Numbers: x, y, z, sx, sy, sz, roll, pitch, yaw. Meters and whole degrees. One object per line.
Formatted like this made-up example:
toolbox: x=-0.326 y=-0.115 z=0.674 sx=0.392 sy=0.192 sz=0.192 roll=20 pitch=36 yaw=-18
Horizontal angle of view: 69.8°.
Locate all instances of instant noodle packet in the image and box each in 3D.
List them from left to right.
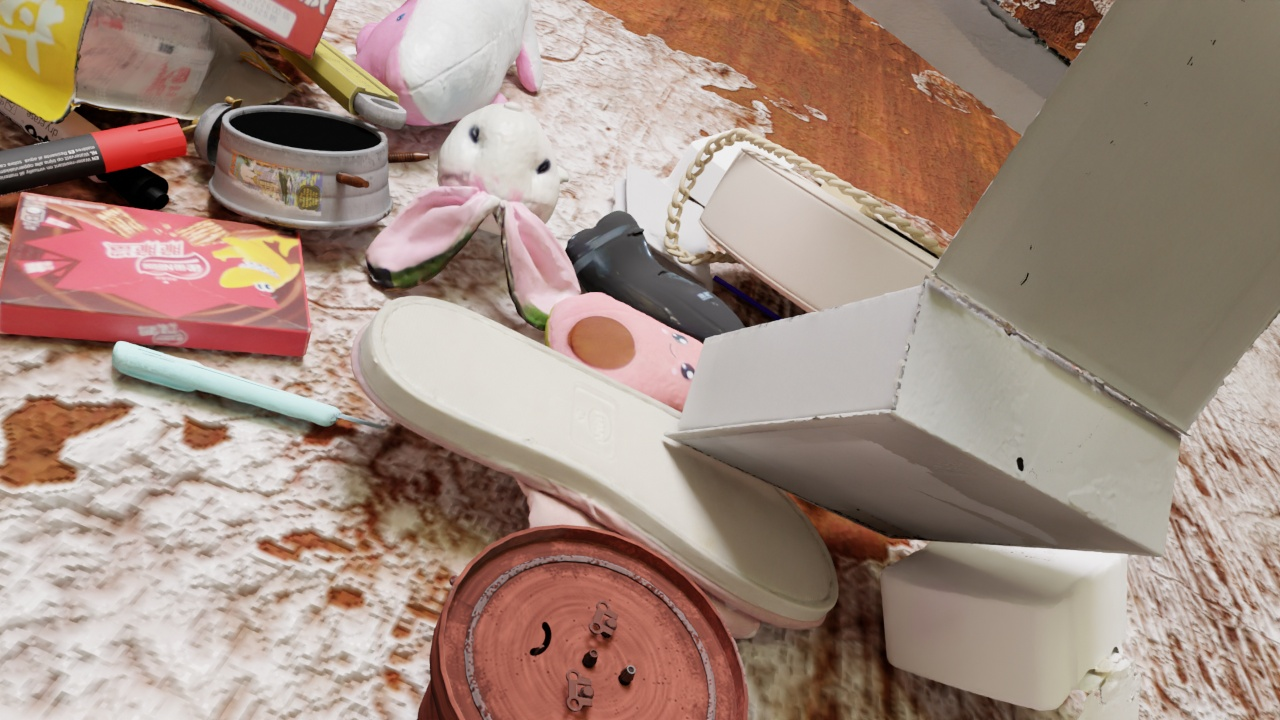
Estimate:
instant noodle packet: x=-0.329 y=-0.209 z=0.560 sx=0.163 sy=0.084 sz=0.221 roll=28 pitch=14 yaw=4

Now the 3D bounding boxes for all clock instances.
clock: x=-0.212 y=-0.118 z=0.546 sx=0.148 sy=0.056 sz=0.103 roll=18 pitch=27 yaw=7
clock: x=-0.014 y=0.138 z=0.349 sx=0.157 sy=0.072 sz=0.120 roll=27 pitch=35 yaw=-2

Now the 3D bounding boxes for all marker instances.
marker: x=-0.307 y=-0.098 z=0.462 sx=0.144 sy=0.021 sz=0.023 roll=-25 pitch=37 yaw=-33
marker: x=-0.313 y=-0.122 z=0.510 sx=0.126 sy=0.025 sz=0.025 roll=35 pitch=36 yaw=8

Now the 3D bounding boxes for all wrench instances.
wrench: x=-0.233 y=-0.215 z=0.640 sx=0.083 sy=0.018 sz=0.273 roll=2 pitch=29 yaw=-43

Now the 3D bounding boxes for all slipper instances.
slipper: x=-0.019 y=0.059 z=0.457 sx=0.274 sy=0.055 sz=0.114 roll=32 pitch=30 yaw=-13

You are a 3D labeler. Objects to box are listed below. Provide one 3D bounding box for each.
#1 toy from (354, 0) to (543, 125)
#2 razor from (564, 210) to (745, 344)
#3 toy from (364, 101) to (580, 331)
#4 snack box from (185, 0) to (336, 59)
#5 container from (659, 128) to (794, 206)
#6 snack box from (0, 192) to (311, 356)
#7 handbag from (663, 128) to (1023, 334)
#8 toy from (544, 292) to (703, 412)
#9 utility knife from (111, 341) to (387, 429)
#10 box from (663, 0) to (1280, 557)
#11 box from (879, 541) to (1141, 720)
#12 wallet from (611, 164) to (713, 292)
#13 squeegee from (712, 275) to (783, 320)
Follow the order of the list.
toy: x=-0.159 y=-0.249 z=0.720 sx=0.128 sy=0.187 sz=0.264 roll=-8 pitch=32 yaw=20
razor: x=0.013 y=-0.050 z=0.603 sx=0.140 sy=0.064 sz=0.052 roll=33 pitch=33 yaw=27
toy: x=-0.083 y=-0.123 z=0.596 sx=0.131 sy=0.106 sz=0.204 roll=18 pitch=37 yaw=-8
snack box: x=-0.313 y=-0.273 z=0.589 sx=0.236 sy=0.060 sz=0.113 roll=29 pitch=7 yaw=27
container: x=0.081 y=-0.161 z=0.807 sx=0.081 sy=0.050 sz=0.128 roll=39 pitch=36 yaw=14
snack box: x=-0.240 y=-0.043 z=0.464 sx=0.132 sy=0.021 sz=0.089 roll=5 pitch=41 yaw=-30
handbag: x=0.144 y=-0.063 z=0.645 sx=0.208 sy=0.103 sz=0.210 roll=19 pitch=19 yaw=-38
toy: x=-0.003 y=0.003 z=0.543 sx=0.110 sy=0.051 sz=0.090 roll=13 pitch=43 yaw=-26
utility knife: x=-0.184 y=0.017 z=0.436 sx=0.129 sy=0.015 sz=0.022 roll=19 pitch=5 yaw=-15
box: x=0.182 y=-0.033 z=0.381 sx=0.166 sy=0.370 sz=0.150 roll=26 pitch=33 yaw=-25
box: x=0.204 y=0.168 z=0.475 sx=0.108 sy=0.137 sz=0.124 roll=-14 pitch=12 yaw=-43
wallet: x=0.016 y=-0.098 z=0.705 sx=0.086 sy=0.032 sz=0.116 roll=29 pitch=32 yaw=-19
squeegee: x=0.137 y=0.021 z=0.613 sx=0.249 sy=0.055 sz=0.184 roll=34 pitch=27 yaw=7
